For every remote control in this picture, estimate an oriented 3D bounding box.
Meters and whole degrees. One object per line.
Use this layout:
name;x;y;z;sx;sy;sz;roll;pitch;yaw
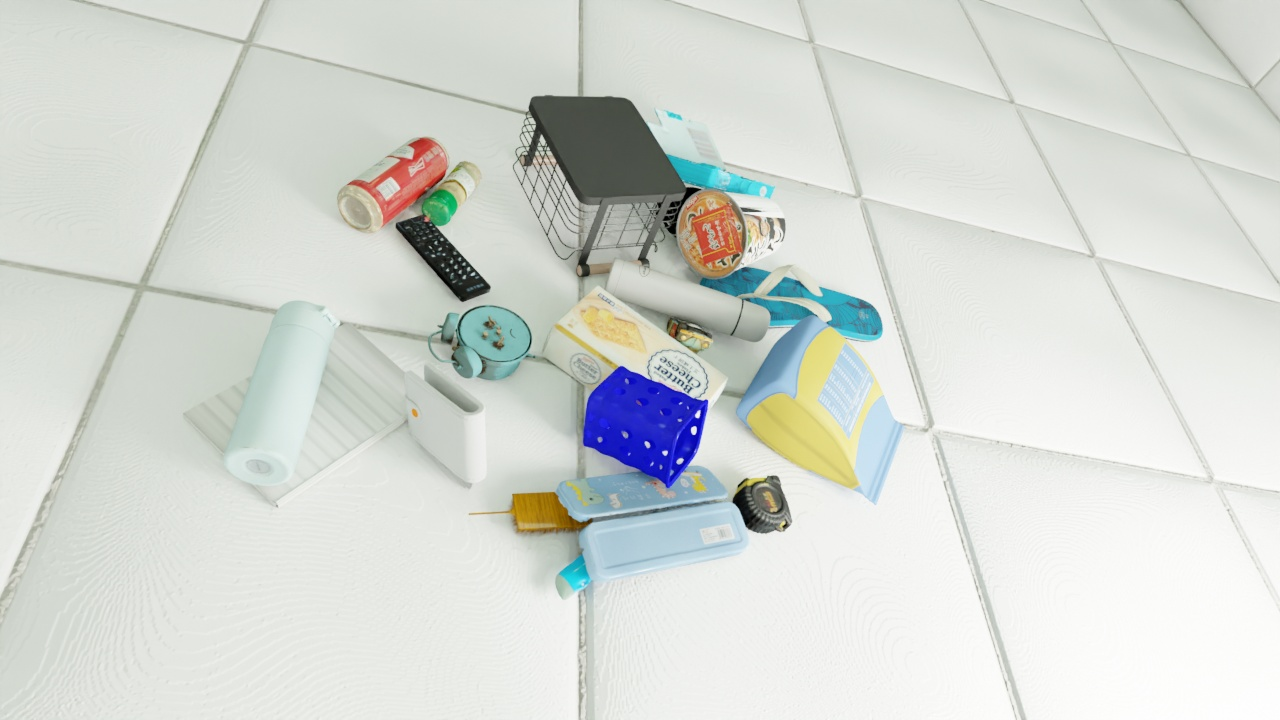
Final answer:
remote control;-0.252;-0.128;1.164;0.047;0.022;0.150;-26;63;-37

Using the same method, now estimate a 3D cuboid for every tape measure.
tape measure;0.139;0.170;1.065;0.062;0.038;0.067;4;52;-32

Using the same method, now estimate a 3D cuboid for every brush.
brush;-0.115;0.162;0.971;0.126;0.017;0.048;1;51;-23

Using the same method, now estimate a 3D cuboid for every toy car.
toy car;0.059;-0.025;1.184;0.047;0.047;0.112;17;6;-9

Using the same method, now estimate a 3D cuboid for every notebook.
notebook;-0.345;0.050;0.974;0.142;0.009;0.209;39;47;13

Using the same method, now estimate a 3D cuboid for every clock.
clock;-0.187;-0.018;1.072;0.124;0.053;0.090;-9;55;-30
clock;0.073;-0.213;1.364;0.120;0.043;0.091;-22;62;-36

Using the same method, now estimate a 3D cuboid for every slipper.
slipper;0.225;-0.092;1.317;0.294;0.060;0.118;10;44;-16

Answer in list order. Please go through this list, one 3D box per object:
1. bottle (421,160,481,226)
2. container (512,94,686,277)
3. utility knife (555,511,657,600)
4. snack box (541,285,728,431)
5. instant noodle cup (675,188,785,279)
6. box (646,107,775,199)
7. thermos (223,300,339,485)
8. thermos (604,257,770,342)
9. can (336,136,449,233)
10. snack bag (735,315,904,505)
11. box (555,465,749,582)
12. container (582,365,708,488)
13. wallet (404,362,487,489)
bottle;-0.252;-0.226;1.233;0.043;0.043;0.110;26;45;-1
container;-0.064;-0.249;1.274;0.162;0.131;0.241;-9;55;-30
utility knife;-0.029;0.202;0.977;0.174;0.015;0.031;-28;68;-41
snack box;-0.007;0.007;1.127;0.208;0.058;0.104;35;46;9
instant noodle cup;0.136;-0.184;1.298;0.121;0.124;0.123;-16;59;-45
box;0.091;-0.297;1.375;0.182;0.072;0.226;46;23;20
thermos;-0.363;0.026;0.935;0.078;0.065;0.206;-18;46;18
thermos;0.064;-0.079;1.229;0.224;0.052;0.052;18;46;-5
can;-0.318;-0.231;1.191;0.067;0.067;0.169;31;46;5
snack bag;0.243;0.067;1.165;0.205;0.103;0.158;41;46;-4
box;0.018;0.168;0.999;0.208;0.034;0.127;-2;51;-34
container;0.004;0.072;1.036;0.114;0.085;0.084;23;38;20
wallet;-0.202;0.075;0.960;0.037;0.115;0.118;-25;43;-38
